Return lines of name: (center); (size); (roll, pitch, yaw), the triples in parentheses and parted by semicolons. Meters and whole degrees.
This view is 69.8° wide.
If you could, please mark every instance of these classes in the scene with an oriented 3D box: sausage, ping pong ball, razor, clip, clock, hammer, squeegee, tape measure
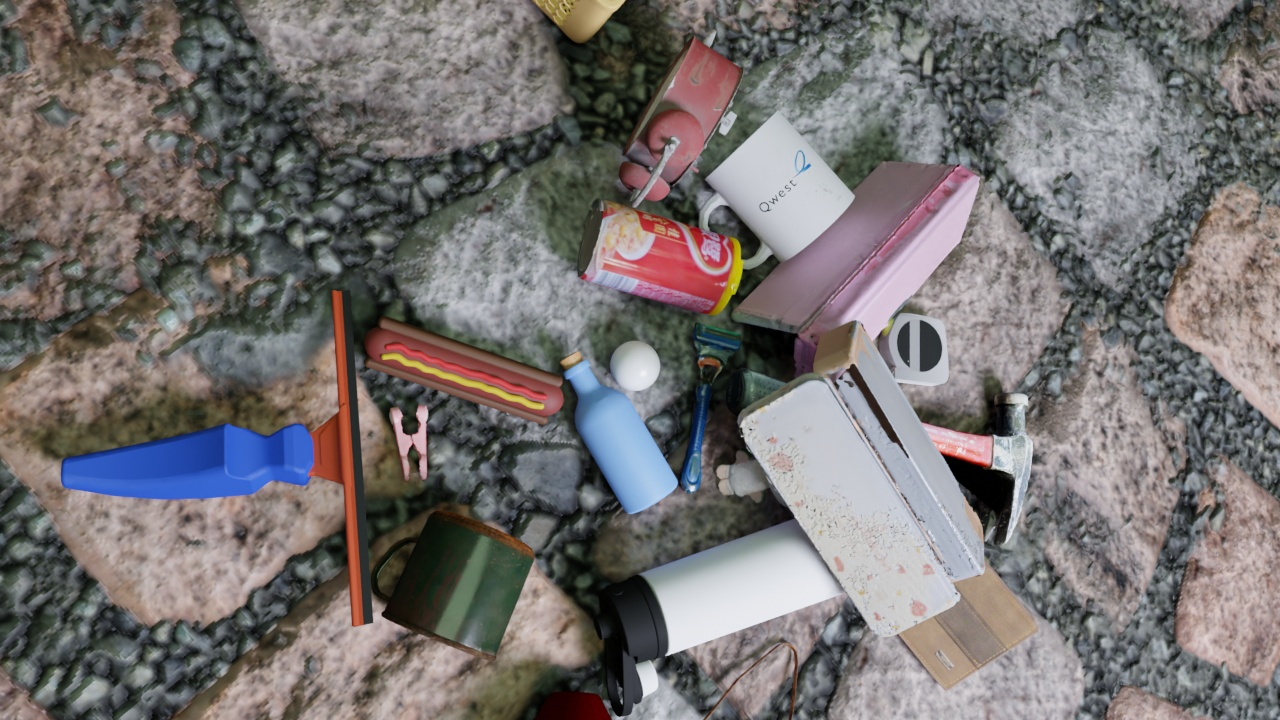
sausage: (-0.132, 0.008, 0.694); (0.155, 0.040, 0.040); (20, 75, -14)
ping pong ball: (-0.004, 0.004, 0.736); (0.040, 0.040, 0.040); (3, 80, -18)
razor: (0.050, 0.041, 0.761); (0.044, 0.018, 0.140); (15, 80, -16)
clip: (-0.175, 0.060, 0.681); (0.044, 0.023, 0.060); (15, 75, -11)
clock: (0.033, -0.183, 0.737); (0.062, 0.110, 0.156); (30, 57, -11)
hammer: (0.209, 0.066, 0.767); (0.325, 0.036, 0.140); (14, 77, -28)
squeegee: (-0.287, 0.069, 0.624); (0.184, 0.055, 0.249); (-3, 64, -19)
tape measure: (0.248, -0.009, 0.835); (0.064, 0.017, 0.065); (6, 79, -18)

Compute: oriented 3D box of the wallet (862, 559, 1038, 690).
wallet: (0.264, 0.210, 0.781); (0.099, 0.027, 0.121); (-38, 96, 9)

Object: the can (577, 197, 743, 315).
can: (0.014, -0.082, 0.743); (0.124, 0.067, 0.066); (14, 76, -16)

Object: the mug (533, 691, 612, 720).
mug: (-0.036, 0.286, 0.656); (0.114, 0.087, 0.088); (3, 61, -2)

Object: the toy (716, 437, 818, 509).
toy: (0.122, 0.084, 0.764); (0.112, 0.050, 0.087); (-18, 87, -26)

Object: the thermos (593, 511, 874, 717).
thermos: (0.077, 0.192, 0.721); (0.229, 0.068, 0.101); (-14, 98, -19)

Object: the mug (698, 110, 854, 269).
mug: (0.104, -0.135, 0.782); (0.120, 0.083, 0.096); (-43, 96, 8)

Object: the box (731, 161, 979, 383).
box: (0.185, -0.089, 0.808); (0.107, 0.099, 0.232); (36, 70, 25)

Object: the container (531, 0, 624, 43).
container: (-0.061, -0.365, 0.713); (0.183, 0.167, 0.129); (38, 71, -8)

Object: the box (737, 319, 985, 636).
box: (0.172, 0.091, 0.701); (0.217, 0.096, 0.114); (56, 33, -13)

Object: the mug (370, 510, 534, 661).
mug: (-0.138, 0.153, 0.652); (0.111, 0.085, 0.081); (15, 71, 21)

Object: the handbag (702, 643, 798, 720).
handbag: (0.072, 0.309, 0.720); (0.093, 0.043, 0.195); (34, 63, -6)

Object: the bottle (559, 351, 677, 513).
bottle: (-0.023, 0.053, 0.718); (0.048, 0.048, 0.131); (-31, 91, -21)
